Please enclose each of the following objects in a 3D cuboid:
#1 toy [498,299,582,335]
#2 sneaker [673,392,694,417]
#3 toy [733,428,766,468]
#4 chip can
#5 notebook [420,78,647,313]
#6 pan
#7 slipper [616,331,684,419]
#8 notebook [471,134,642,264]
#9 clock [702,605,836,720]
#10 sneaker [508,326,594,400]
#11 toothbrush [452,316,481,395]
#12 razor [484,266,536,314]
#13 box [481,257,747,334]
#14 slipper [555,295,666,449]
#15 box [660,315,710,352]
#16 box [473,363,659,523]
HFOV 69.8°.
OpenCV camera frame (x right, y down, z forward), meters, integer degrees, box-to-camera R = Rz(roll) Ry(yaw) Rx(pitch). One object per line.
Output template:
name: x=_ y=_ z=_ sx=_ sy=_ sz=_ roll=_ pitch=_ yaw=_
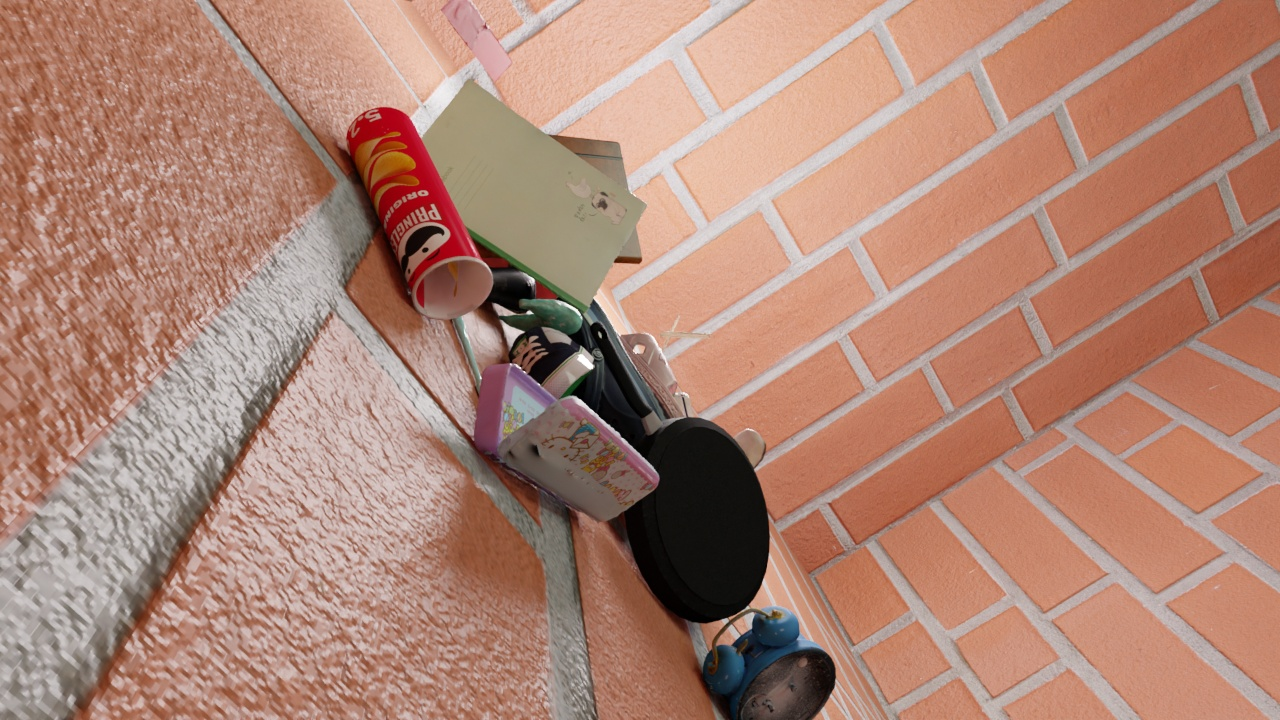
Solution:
toy: x=-0.109 y=-0.046 z=1.035 sx=0.105 sy=0.085 sz=0.033 roll=159 pitch=-59 yaw=-63
sneaker: x=0.048 y=0.167 z=1.289 sx=0.118 sy=0.088 sz=0.241 roll=140 pitch=-62 yaw=-83
toy: x=0.052 y=0.146 z=1.192 sx=0.194 sy=0.159 sz=0.084 roll=16 pitch=14 yaw=-6
chip can: x=-0.203 y=-0.138 z=0.825 sx=0.220 sy=0.069 sz=0.069 roll=59 pitch=5 yaw=33
notebook: x=-0.129 y=-0.186 z=1.027 sx=0.252 sy=0.181 sz=0.010 roll=34 pitch=-33 yaw=-11
pan: x=0.039 y=0.113 z=0.996 sx=0.224 sy=0.034 sz=0.356 roll=-38 pitch=104 yaw=-49
slipper: x=-0.007 y=0.007 z=1.165 sx=0.239 sy=0.064 sz=0.094 roll=48 pitch=-30 yaw=24
notebook: x=-0.126 y=-0.197 z=1.051 sx=0.014 sy=0.248 sz=0.178 roll=-40 pitch=-124 yaw=56
clock: x=0.128 y=0.311 z=0.924 sx=0.161 sy=0.116 sz=0.060 roll=59 pitch=-8 yaw=-32
sneaker: x=-0.099 y=0.008 z=0.920 sx=0.079 sy=0.084 sz=0.235 roll=39 pitch=4 yaw=-6
toothbrush: x=-0.159 y=-0.023 z=0.839 sx=0.016 sy=0.016 sz=0.180 roll=51 pitch=6 yaw=-48
razor: x=-0.164 y=-0.081 z=1.036 sx=0.151 sy=0.067 sz=0.054 roll=-2 pitch=90 yaw=-70
box: x=-0.033 y=-0.097 z=1.175 sx=0.325 sy=0.153 sz=0.213 roll=27 pitch=-4 yaw=12
slipper: x=-0.052 y=0.037 z=1.102 sx=0.252 sy=0.095 sz=0.105 roll=63 pitch=-29 yaw=8
box: x=0.018 y=-0.002 z=1.442 sx=0.069 sy=0.191 sz=0.143 roll=56 pitch=-2 yaw=-1
box: x=-0.062 y=0.079 z=0.766 sx=0.096 sy=0.077 sz=0.214 roll=24 pitch=-12 yaw=28
